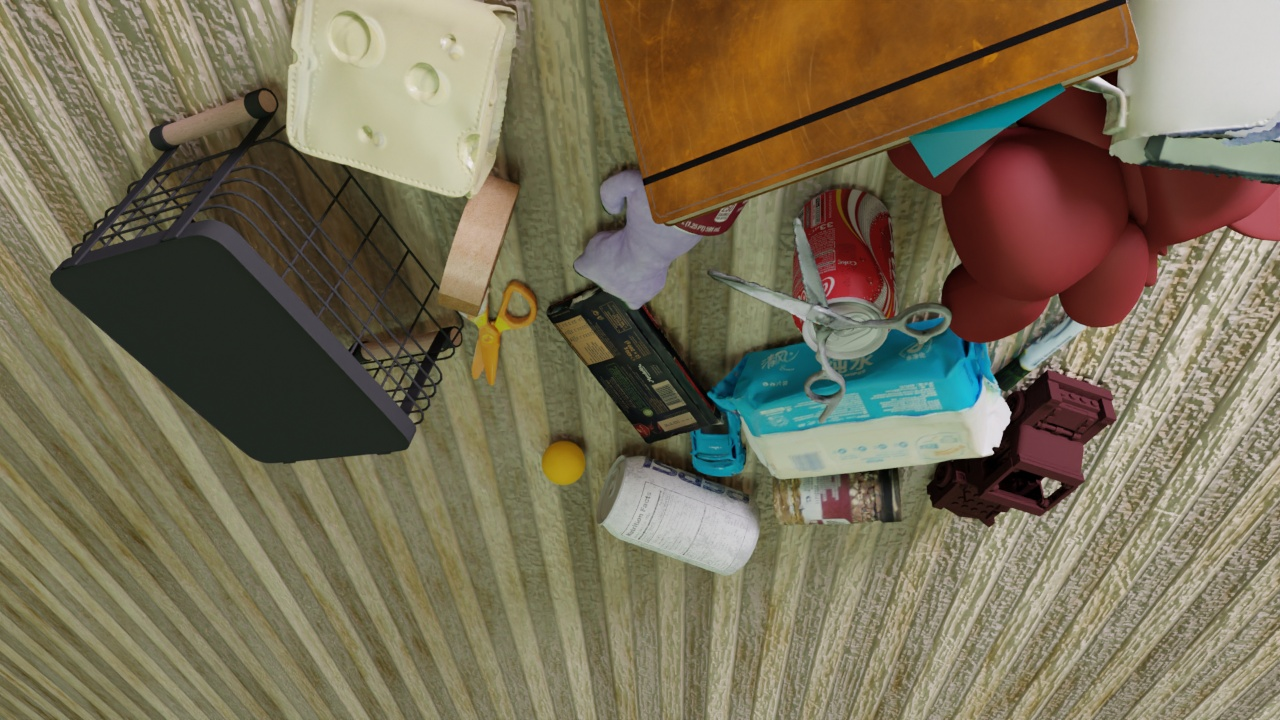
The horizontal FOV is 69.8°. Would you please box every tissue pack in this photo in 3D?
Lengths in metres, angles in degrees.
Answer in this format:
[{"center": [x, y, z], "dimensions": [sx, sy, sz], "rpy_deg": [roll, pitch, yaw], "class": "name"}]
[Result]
[{"center": [0.167, 0.034, 0.706], "dimensions": [0.210, 0.065, 0.117], "rpy_deg": [-13, 134, 25], "class": "tissue pack"}]

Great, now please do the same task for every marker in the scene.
[{"center": [0.305, -0.025, 0.650], "dimensions": [0.017, 0.017, 0.147], "rpy_deg": [22, 136, -13], "class": "marker"}]

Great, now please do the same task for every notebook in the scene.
[{"center": [0.101, -0.171, 0.440], "dimensions": [0.250, 0.178, 0.014], "rpy_deg": [-16, 175, 26], "class": "notebook"}]

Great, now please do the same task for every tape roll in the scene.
[{"center": [-0.108, -0.078, 0.617], "dimensions": [0.027, 0.093, 0.094], "rpy_deg": [18, 137, -9], "class": "tape roll"}]

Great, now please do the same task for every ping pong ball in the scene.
[{"center": [-0.070, 0.093, 0.836], "dimensions": [0.040, 0.040, 0.040], "rpy_deg": [6, 138, 5], "class": "ping pong ball"}]

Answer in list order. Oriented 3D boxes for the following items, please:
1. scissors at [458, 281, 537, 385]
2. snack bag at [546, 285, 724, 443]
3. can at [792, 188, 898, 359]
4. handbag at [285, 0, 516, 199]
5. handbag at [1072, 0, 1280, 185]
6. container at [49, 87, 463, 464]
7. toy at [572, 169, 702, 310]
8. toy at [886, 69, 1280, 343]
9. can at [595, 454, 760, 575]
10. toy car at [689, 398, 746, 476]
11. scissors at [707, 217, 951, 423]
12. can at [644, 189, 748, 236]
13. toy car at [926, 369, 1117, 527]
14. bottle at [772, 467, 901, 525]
[{"center": [-0.129, -0.022, 0.742], "dimensions": [0.073, 0.012, 0.132], "rpy_deg": [20, 136, -9], "class": "scissors"}, {"center": [-0.005, 0.004, 0.726], "dimensions": [0.075, 0.018, 0.155], "rpy_deg": [-20, 120, 31], "class": "snack bag"}, {"center": [0.129, -0.056, 0.584], "dimensions": [0.064, 0.104, 0.064], "rpy_deg": [6, 138, 5], "class": "can"}, {"center": [-0.141, -0.164, 0.540], "dimensions": [0.119, 0.081, 0.111], "rpy_deg": [15, 125, -2], "class": "handbag"}, {"center": [0.241, -0.164, 0.408], "dimensions": [0.176, 0.151, 0.074], "rpy_deg": [7, 179, 10], "class": "handbag"}, {"center": [-0.252, -0.044, 0.648], "dimensions": [0.163, 0.130, 0.241], "rpy_deg": [-7, 135, 27], "class": "container"}, {"center": [-0.005, -0.084, 0.634], "dimensions": [0.080, 0.036, 0.100], "rpy_deg": [35, 128, -12], "class": "toy"}, {"center": [0.251, -0.102, 0.497], "dimensions": [0.197, 0.120, 0.158], "rpy_deg": [-23, 104, 5], "class": "toy"}, {"center": [0.035, 0.140, 0.838], "dimensions": [0.136, 0.078, 0.078], "rpy_deg": [22, 137, -12], "class": "can"}, {"center": [0.066, 0.070, 0.791], "dimensions": [0.048, 0.032, 0.105], "rpy_deg": [1, 139, 10], "class": "toy car"}, {"center": [0.106, -0.016, 0.542], "dimensions": [0.141, 0.014, 0.172], "rpy_deg": [5, 139, 2], "class": "scissors"}, {"center": [0.051, -0.131, 0.548], "dimensions": [0.063, 0.063, 0.114], "rpy_deg": [21, 137, -12], "class": "can"}, {"center": [0.301, 0.085, 0.735], "dimensions": [0.070, 0.061, 0.170], "rpy_deg": [18, 138, -8], "class": "toy car"}, {"center": [0.171, 0.114, 0.799], "dimensions": [0.105, 0.056, 0.056], "rpy_deg": [-5, 136, 16], "class": "bottle"}]
